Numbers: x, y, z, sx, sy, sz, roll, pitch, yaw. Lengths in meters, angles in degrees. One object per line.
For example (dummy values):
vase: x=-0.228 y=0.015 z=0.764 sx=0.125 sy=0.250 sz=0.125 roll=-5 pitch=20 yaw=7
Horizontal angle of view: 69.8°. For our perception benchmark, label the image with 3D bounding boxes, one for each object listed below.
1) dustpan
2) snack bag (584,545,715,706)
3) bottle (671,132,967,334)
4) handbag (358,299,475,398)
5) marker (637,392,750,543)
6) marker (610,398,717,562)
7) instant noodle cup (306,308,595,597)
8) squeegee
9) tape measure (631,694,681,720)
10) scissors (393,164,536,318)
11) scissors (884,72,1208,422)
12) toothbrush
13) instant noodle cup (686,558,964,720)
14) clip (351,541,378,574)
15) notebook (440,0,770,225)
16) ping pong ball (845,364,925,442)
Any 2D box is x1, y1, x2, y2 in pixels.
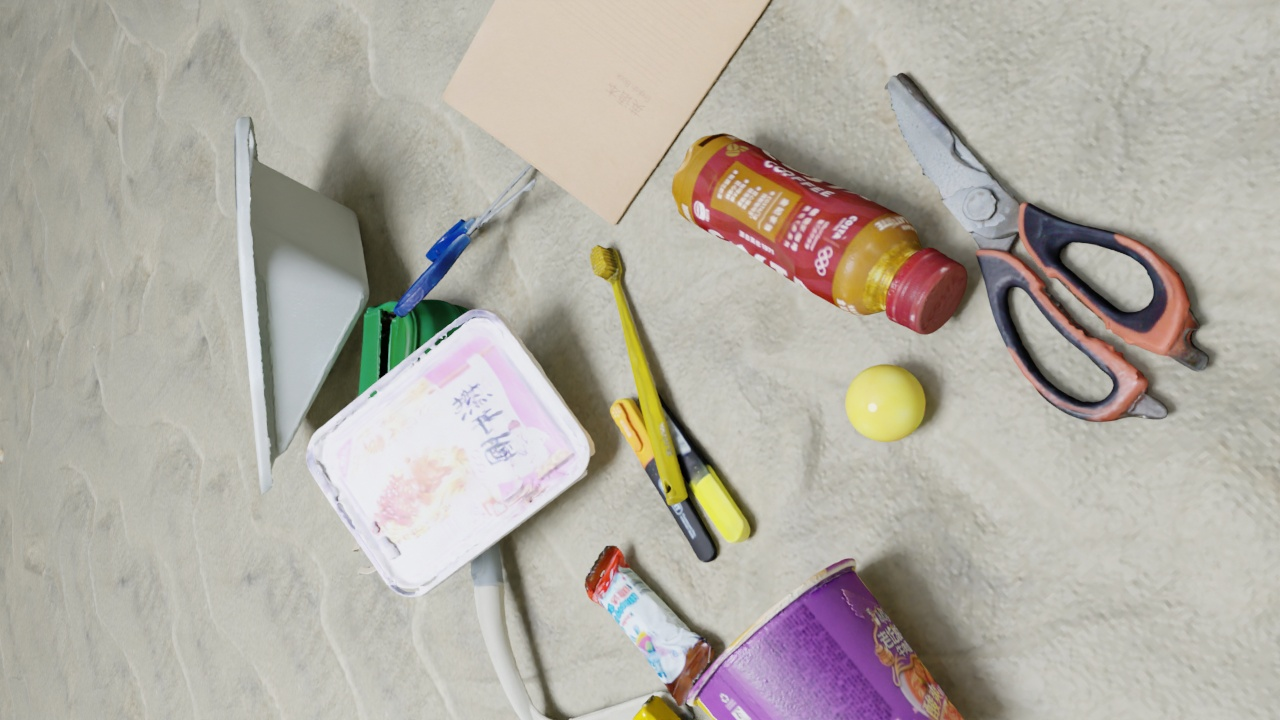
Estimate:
dustpan: x=-0.333 y=-0.065 z=0.791 sx=0.258 sy=0.142 sz=0.222 roll=-52 pitch=35 yaw=18
snack bag: x=0.003 y=0.163 z=0.575 sx=0.105 sy=0.026 sz=0.045 roll=40 pitch=106 yaw=34
bottle: x=0.094 y=-0.071 z=0.502 sx=0.175 sy=0.057 sz=0.057 roll=37 pitch=109 yaw=37
handbag: x=-0.187 y=0.015 z=0.739 sx=0.120 sy=0.067 sz=0.131 roll=7 pitch=91 yaw=49
marker: x=0.031 y=0.063 z=0.571 sx=0.018 sy=0.015 sz=0.124 roll=-51 pitch=52 yaw=23
marker: x=0.014 y=0.074 z=0.584 sx=0.018 sy=0.015 sz=0.123 roll=-50 pitch=58 yaw=32
instant noodle cup: x=-0.127 y=0.063 z=0.638 sx=0.173 sy=0.060 sz=0.138 roll=-37 pitch=82 yaw=6
squeegee: x=-0.101 y=0.171 z=0.657 sx=0.247 sy=0.039 sz=0.246 roll=-35 pitch=63 yaw=33
tape measure: x=0.013 y=0.239 z=0.553 sx=0.060 sy=0.028 sz=0.057 roll=43 pitch=114 yaw=16
scissors: x=-0.130 y=-0.096 z=0.690 sx=0.176 sy=0.012 sz=0.162 roll=-13 pitch=39 yaw=56
scissors: x=0.189 y=-0.076 z=0.449 sx=0.177 sy=0.015 sz=0.210 roll=-2 pitch=84 yaw=42
toothbrush: x=-0.004 y=0.003 z=0.594 sx=0.016 sy=0.016 sz=0.190 roll=-34 pitch=58 yaw=32
instant noodle cup: x=0.096 y=0.169 z=0.447 sx=0.099 sy=0.111 sz=0.112 roll=47 pitch=115 yaw=24
clip: x=-0.191 y=0.140 z=0.744 sx=0.101 sy=0.034 sz=0.076 roll=-37 pitch=61 yaw=27
notebook: x=-0.018 y=-0.215 z=0.595 sx=0.149 sy=0.012 sz=0.212 roll=37 pitch=113 yaw=-2
ping pong ball: x=0.126 y=0.022 z=0.474 sx=0.040 sy=0.040 sz=0.040 roll=-6 pitch=81 yaw=41
